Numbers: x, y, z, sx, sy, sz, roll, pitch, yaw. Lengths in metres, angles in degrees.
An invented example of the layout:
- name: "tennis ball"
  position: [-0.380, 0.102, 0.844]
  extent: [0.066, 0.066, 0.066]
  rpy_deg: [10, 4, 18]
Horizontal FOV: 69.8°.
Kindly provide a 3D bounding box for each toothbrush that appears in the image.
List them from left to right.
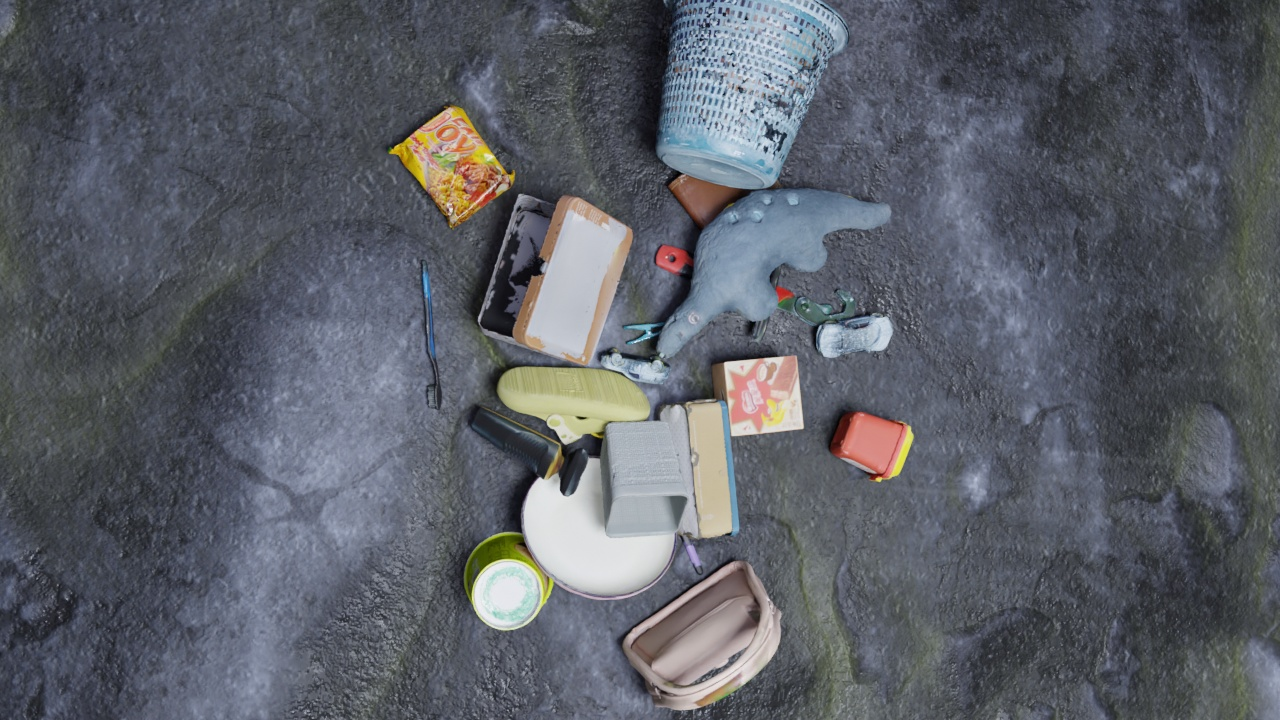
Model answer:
- name: "toothbrush"
  position: [-0.264, -0.032, 1.144]
  extent: [0.016, 0.014, 0.189]
  rpy_deg: [-7, 88, 16]
- name: "toothbrush"
  position: [0.042, 0.189, 1.173]
  extent: [0.014, 0.017, 0.189]
  rpy_deg: [-23, 92, -8]
- name: "toothbrush"
  position: [0.175, -0.106, 1.187]
  extent: [0.015, 0.018, 0.181]
  rpy_deg: [21, 76, -9]

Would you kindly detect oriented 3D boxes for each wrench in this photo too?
- name: "wrench"
  position: [0.151, -0.096, 1.198]
  extent: [0.273, 0.016, 0.056]
  rpy_deg: [15, 82, -7]

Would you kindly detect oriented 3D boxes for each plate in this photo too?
- name: "plate"
  position: [-0.052, 0.205, 1.110]
  extent: [0.192, 0.039, 0.192]
  rpy_deg: [10, 48, -12]

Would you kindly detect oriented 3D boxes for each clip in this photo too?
- name: "clip"
  position: [0.007, -0.036, 1.179]
  extent: [0.056, 0.014, 0.040]
  rpy_deg: [-10, 90, -6]

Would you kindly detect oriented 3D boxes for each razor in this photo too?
- name: "razor"
  position: [-0.136, 0.103, 1.115]
  extent: [0.167, 0.067, 0.062]
  rpy_deg: [26, 104, 20]

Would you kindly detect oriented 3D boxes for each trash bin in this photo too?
- name: "trash bin"
  position: [0.111, -0.317, 1.091]
  extent: [0.226, 0.226, 0.195]
  rpy_deg: [16, 91, -6]

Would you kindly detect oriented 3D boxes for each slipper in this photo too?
- name: "slipper"
  position: [-0.086, 0.057, 1.137]
  extent: [0.190, 0.091, 0.082]
  rpy_deg: [8, 124, -15]

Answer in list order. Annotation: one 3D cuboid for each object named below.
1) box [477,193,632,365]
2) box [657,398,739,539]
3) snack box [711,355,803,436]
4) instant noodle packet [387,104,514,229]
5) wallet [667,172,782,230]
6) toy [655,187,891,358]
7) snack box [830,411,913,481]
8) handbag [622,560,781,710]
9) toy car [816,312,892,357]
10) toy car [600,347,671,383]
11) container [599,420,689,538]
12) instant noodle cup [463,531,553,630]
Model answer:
- name: "box"
  position: [-0.100, -0.095, 1.084]
  extent: [0.153, 0.178, 0.182]
  rpy_deg: [17, 85, -5]
- name: "box"
  position: [0.071, 0.140, 1.137]
  extent: [0.061, 0.090, 0.184]
  rpy_deg: [-7, 91, -26]
- name: "snack box"
  position: [0.147, 0.045, 1.160]
  extent: [0.094, 0.077, 0.092]
  rpy_deg: [-5, 88, -7]
- name: "instant noodle packet"
  position: [-0.233, -0.245, 1.143]
  extent: [0.110, 0.044, 0.128]
  rpy_deg: [-39, 92, -11]
- name: "wallet"
  position: [0.111, -0.225, 1.192]
  extent: [0.124, 0.032, 0.101]
  rpy_deg: [-39, 95, -7]
- name: "toy"
  position: [0.148, -0.135, 1.148]
  extent: [0.356, 0.091, 0.138]
  rpy_deg: [-35, 107, -5]
- name: "snack box"
  position: [0.292, 0.107, 1.172]
  extent: [0.080, 0.091, 0.082]
  rpy_deg: [22, 84, 1]
- name: "handbag"
  position: [0.084, 0.331, 1.061]
  extent: [0.193, 0.234, 0.093]
  rpy_deg: [-34, 90, -8]
- name: "toy car"
  position: [0.281, -0.031, 1.197]
  extent: [0.105, 0.031, 0.049]
  rpy_deg: [-10, 115, -9]
- name: "toy car"
  position: [-0.007, 0.007, 1.161]
  extent: [0.090, 0.043, 0.034]
  rpy_deg: [11, 103, -8]
- name: "container"
  position: [-0.001, 0.138, 1.093]
  extent: [0.090, 0.090, 0.114]
  rpy_deg: [-1, 50, -12]
- name: "instant noodle cup"
  position: [-0.156, 0.267, 1.089]
  extent: [0.111, 0.123, 0.111]
  rpy_deg: [0, 87, -8]
